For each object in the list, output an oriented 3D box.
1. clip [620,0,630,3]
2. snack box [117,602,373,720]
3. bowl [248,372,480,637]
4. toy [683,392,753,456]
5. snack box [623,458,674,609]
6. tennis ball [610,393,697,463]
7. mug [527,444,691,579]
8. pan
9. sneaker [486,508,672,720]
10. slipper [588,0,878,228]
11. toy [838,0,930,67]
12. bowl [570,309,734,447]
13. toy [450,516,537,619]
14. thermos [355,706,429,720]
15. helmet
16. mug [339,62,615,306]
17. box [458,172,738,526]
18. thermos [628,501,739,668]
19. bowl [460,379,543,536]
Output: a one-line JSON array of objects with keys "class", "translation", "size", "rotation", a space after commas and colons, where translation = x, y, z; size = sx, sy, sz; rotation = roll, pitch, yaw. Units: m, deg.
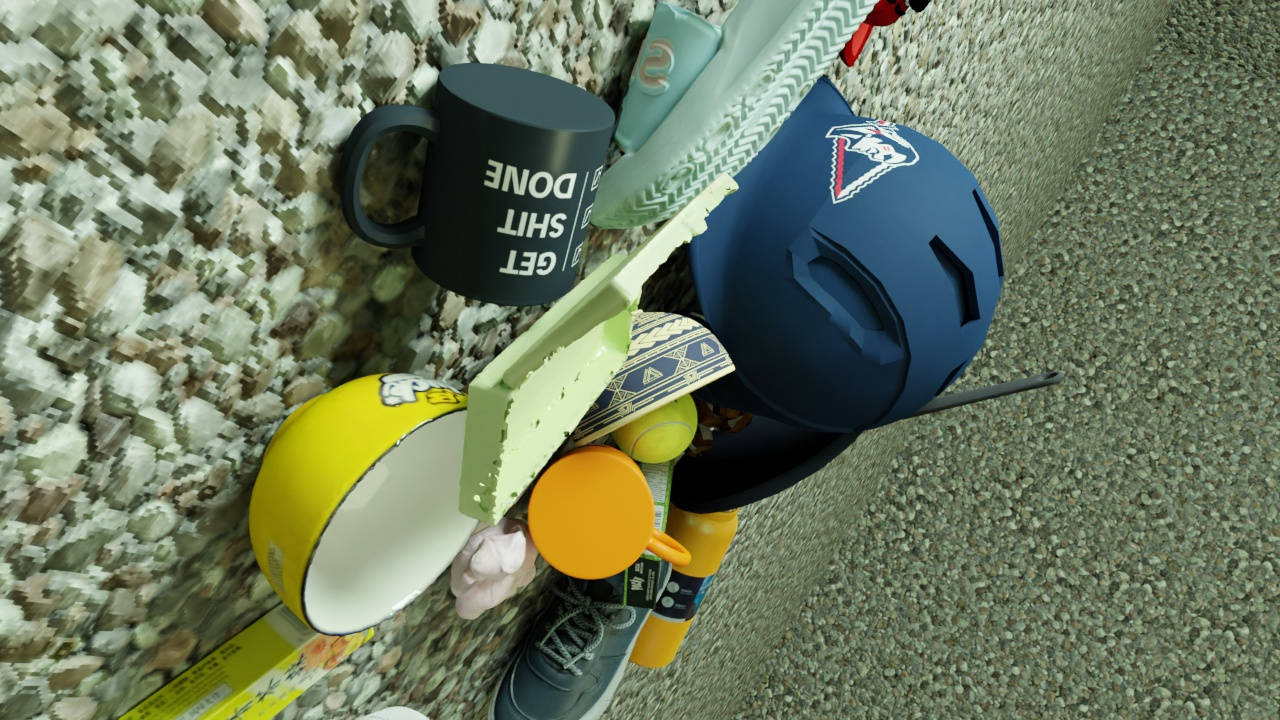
[{"class": "clip", "translation": [-0.008, -0.191, 0.385], "size": [0.054, 0.040, 0.101], "rotation": [-50, 161, 13]}, {"class": "snack box", "translation": [-0.194, 0.159, 0.442], "size": [0.147, 0.029, 0.040], "rotation": [-36, 148, -44]}, {"class": "bowl", "translation": [-0.123, 0.054, 0.407], "size": [0.117, 0.068, 0.117], "rotation": [-46, 155, -29]}, {"class": "toy", "translation": [0.077, 0.038, 0.819], "size": [0.112, 0.067, 0.087], "rotation": [-1, 136, -50]}, {"class": "snack box", "translation": [0.010, 0.110, 0.727], "size": [0.080, 0.025, 0.147], "rotation": [93, 5, -50]}, {"class": "tennis ball", "translation": [0.009, 0.043, 0.677], "size": [0.065, 0.065, 0.065], "rotation": [-46, 155, -29]}, {"class": "mug", "translation": [-0.016, 0.105, 0.604], "size": [0.077, 0.112, 0.096], "rotation": [-59, 180, -3]}, {"class": "pan", "translation": [0.165, 0.055, 0.740], "size": [0.358, 0.021, 0.198], "rotation": [-20, -165, 45]}, {"class": "sneaker", "translation": [-0.045, 0.223, 0.771], "size": [0.235, 0.089, 0.087], "rotation": [-55, 162, -25]}, {"class": "slipper", "translation": [0.052, -0.167, 0.479], "size": [0.246, 0.074, 0.103], "rotation": [-49, 166, 23]}, {"class": "toy", "translation": [0.172, -0.279, 0.553], "size": [0.197, 0.120, 0.158], "rotation": [-57, 162, 19]}, {"class": "bowl", "translation": [-0.003, 0.003, 0.587], "size": [0.112, 0.061, 0.112], "rotation": [-26, 177, -2]}, {"class": "toy", "translation": [-0.097, 0.135, 0.600], "size": [0.063, 0.047, 0.110], "rotation": [-38, 160, -26]}, {"class": "thermos", "translation": [-0.192, 0.266, 0.519], "size": [0.220, 0.099, 0.099], "rotation": [3, 116, -60]}, {"class": "helmet", "translation": [0.135, -0.077, 0.650], "size": [0.231, 0.224, 0.272], "rotation": [-44, 118, -32]}, {"class": "mug", "translation": [-0.068, -0.072, 0.373], "size": [0.105, 0.071, 0.078], "rotation": [-4, 126, -32]}, {"class": "box", "translation": [-0.020, -0.020, 0.427], "size": [0.141, 0.047, 0.187], "rotation": [-53, 180, 30]}, {"class": "thermos", "translation": [0.038, 0.201, 0.950], "size": [0.076, 0.091, 0.233], "rotation": [7, 116, -32]}, {"class": "bowl", "translation": [-0.088, 0.045, 0.519], "size": [0.117, 0.030, 0.118], "rotation": [-46, 155, -29]}]
